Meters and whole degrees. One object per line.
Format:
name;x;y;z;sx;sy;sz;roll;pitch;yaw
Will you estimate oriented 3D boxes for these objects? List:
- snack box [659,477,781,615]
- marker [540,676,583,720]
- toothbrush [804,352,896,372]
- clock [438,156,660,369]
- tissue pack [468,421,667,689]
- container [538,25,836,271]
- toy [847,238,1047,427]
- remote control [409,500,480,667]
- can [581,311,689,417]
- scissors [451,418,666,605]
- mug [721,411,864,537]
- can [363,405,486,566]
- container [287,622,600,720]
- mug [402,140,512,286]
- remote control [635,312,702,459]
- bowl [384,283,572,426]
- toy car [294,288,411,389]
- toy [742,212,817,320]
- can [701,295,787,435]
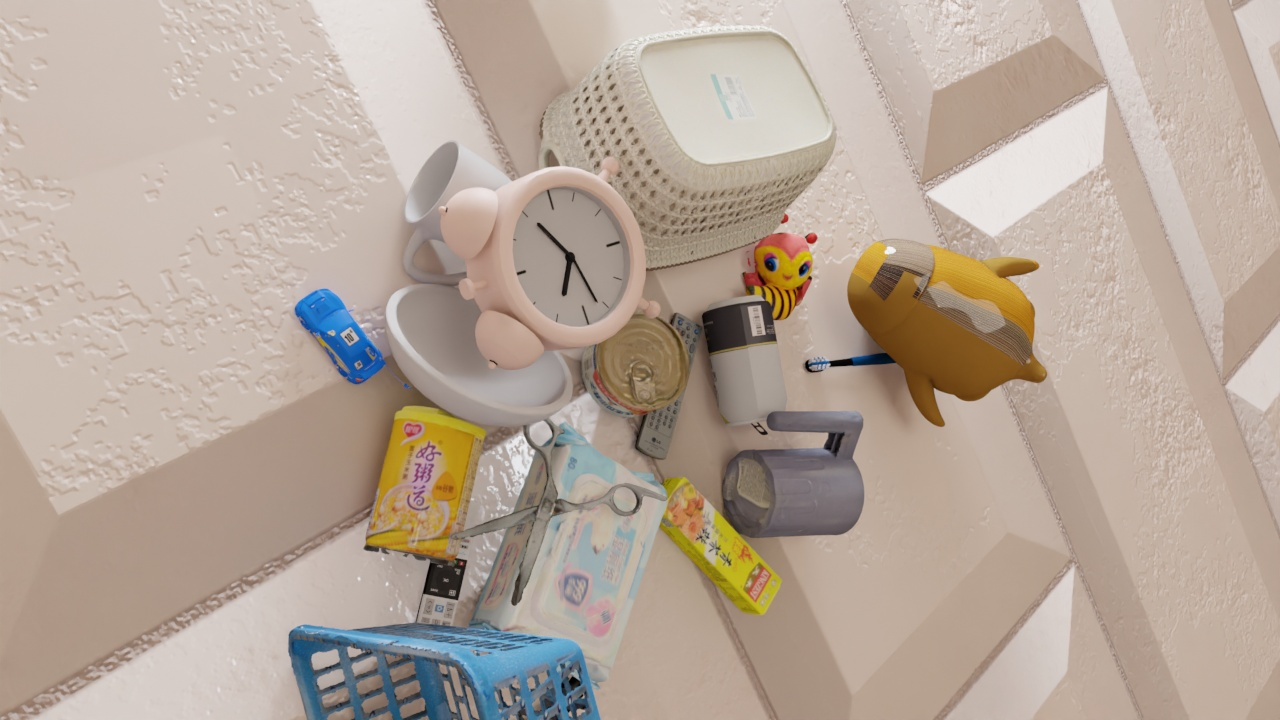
snack box;0.067;0.167;0.823;0.148;0.029;0.040;48;60;-18
marker;-0.085;0.297;0.703;0.025;0.025;0.125;50;59;-17
toothbrush;0.238;0.000;0.974;0.167;0.014;0.014;-5;74;-34
clock;-0.069;-0.072;0.683;0.160;0.086;0.131;-25;102;-43
tissue pack;-0.050;0.151;0.723;0.112;0.070;0.181;31;66;-25
container;0.048;-0.192;0.801;0.245;0.143;0.184;-21;81;-34
toy;0.301;-0.050;0.949;0.203;0.162;0.199;27;97;-19
remote control;-0.148;0.165;0.690;0.028;0.012;0.124;20;72;-30
can;-0.005;0.005;0.785;0.086;0.043;0.086;6;74;-22
scissors;-0.056;0.109;0.680;0.173;0.014;0.141;6;67;-25
mug;0.144;0.103;0.841;0.103;0.084;0.124;3;111;-31
can;-0.155;0.091;0.664;0.067;0.068;0.105;19;73;-30
container;-0.087;0.328;0.562;0.089;0.258;0.362;-16;91;-41
mug;-0.136;-0.102;0.718;0.089;0.071;0.107;29;95;-36
remote control;0.026;0.023;0.828;0.033;0.013;0.136;28;68;-27
bowl;-0.125;0.004;0.683;0.149;0.043;0.149;27;24;-14
toy car;-0.202;-0.014;0.653;0.033;0.062;0.092;-43;106;-31
toy;0.137;-0.087;0.903;0.084;0.046;0.103;33;69;-32
can;0.098;0.007;0.848;0.064;0.064;0.127;-8;86;-34
